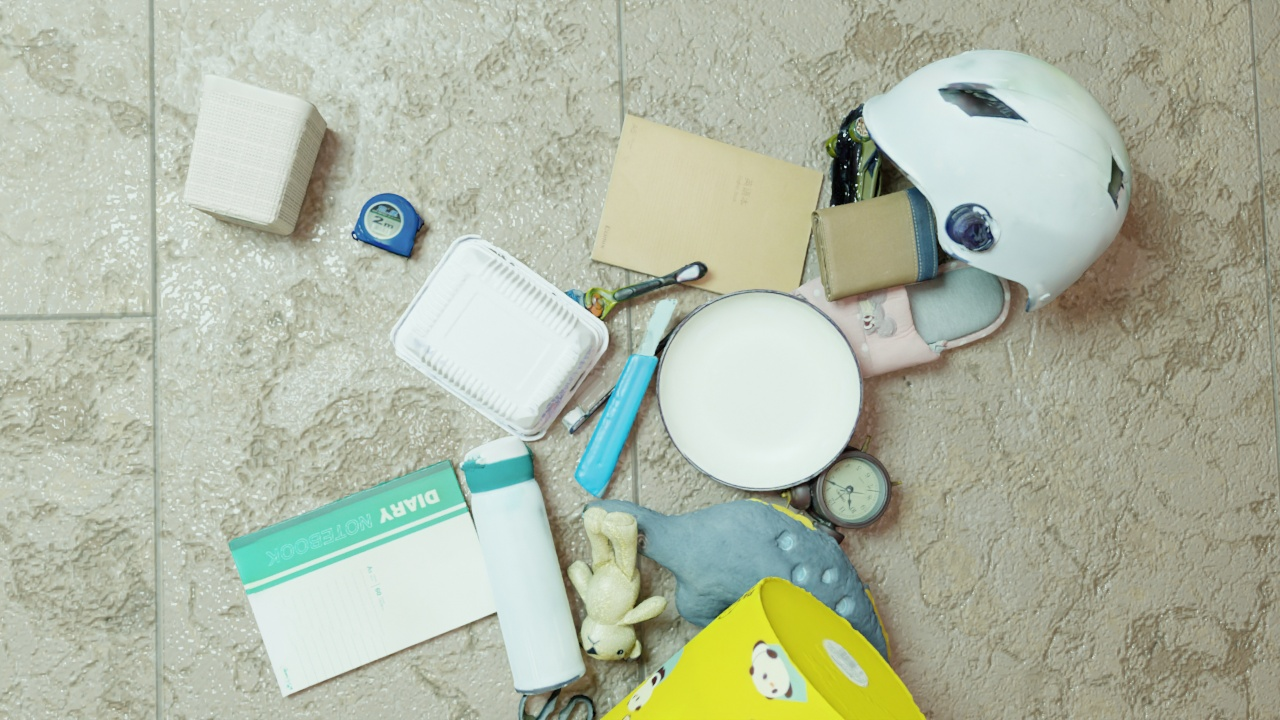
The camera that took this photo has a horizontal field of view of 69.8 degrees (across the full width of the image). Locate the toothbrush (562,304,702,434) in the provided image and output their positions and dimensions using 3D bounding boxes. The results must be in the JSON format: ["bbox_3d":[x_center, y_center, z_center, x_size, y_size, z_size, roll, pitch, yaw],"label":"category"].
[{"bbox_3d":[-0.005,0.005,0.887,0.181,0.016,0.018,-42,85,-8],"label":"toothbrush"}]

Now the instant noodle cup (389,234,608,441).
[{"bbox_3d":[-0.128,-0.019,0.837,0.173,0.060,0.138,36,91,-8],"label":"instant noodle cup"}]

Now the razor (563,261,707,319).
[{"bbox_3d":[-0.003,-0.067,0.879,0.142,0.022,0.042,-18,92,-1],"label":"razor"}]

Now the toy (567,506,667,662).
[{"bbox_3d":[-0.028,0.204,0.832,0.105,0.066,0.157,10,112,24],"label":"toy"}]

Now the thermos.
[{"bbox_3d":[-0.107,0.182,0.837,0.073,0.073,0.224,-14,89,-10],"label":"thermos"}]

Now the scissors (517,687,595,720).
[{"bbox_3d":[-0.116,0.373,0.853,0.173,0.014,0.142,-23,94,-8],"label":"scissors"}]

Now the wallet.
[{"bbox_3d":[0.220,-0.108,0.859,0.115,0.033,0.090,-15,103,-14],"label":"wallet"}]

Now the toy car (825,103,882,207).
[{"bbox_3d":[0.211,-0.173,0.907,0.042,0.070,0.158,6,89,-11],"label":"toy car"}]

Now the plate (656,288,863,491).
[{"bbox_3d":[0.112,0.027,0.872,0.192,0.039,0.192,2,99,11],"label":"plate"}]

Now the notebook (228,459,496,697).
[{"bbox_3d":[-0.248,0.196,0.839,0.209,0.012,0.150,-20,90,-10],"label":"notebook"}]

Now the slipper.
[{"bbox_3d":[0.250,-0.042,0.909,0.274,0.054,0.114,-12,94,-12],"label":"slipper"}]

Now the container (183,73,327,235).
[{"bbox_3d":[-0.338,-0.175,0.804,0.090,0.090,0.111,14,88,-9],"label":"container"}]

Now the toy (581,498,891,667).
[{"bbox_3d":[0.115,0.201,0.851,0.356,0.091,0.138,29,120,-2],"label":"toy"}]

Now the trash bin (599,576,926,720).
[{"bbox_3d":[0.078,0.328,0.738,0.229,0.229,0.256,39,103,-6],"label":"trash bin"}]

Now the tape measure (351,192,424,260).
[{"bbox_3d":[-0.232,-0.126,0.850,0.058,0.025,0.054,20,82,-12],"label":"tape measure"}]

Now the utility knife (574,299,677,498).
[{"bbox_3d":[-0.011,0.033,0.870,0.034,0.018,0.202,24,92,-7],"label":"utility knife"}]

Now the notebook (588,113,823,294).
[{"bbox_3d":[0.068,-0.145,0.910,0.211,0.012,0.149,14,85,-9],"label":"notebook"}]

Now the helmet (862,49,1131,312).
[{"bbox_3d":[0.343,-0.188,0.834,0.258,0.146,0.228,39,38,-14],"label":"helmet"}]

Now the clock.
[{"bbox_3d":[0.189,0.131,0.894,0.122,0.055,0.082,-35,94,-8],"label":"clock"}]
